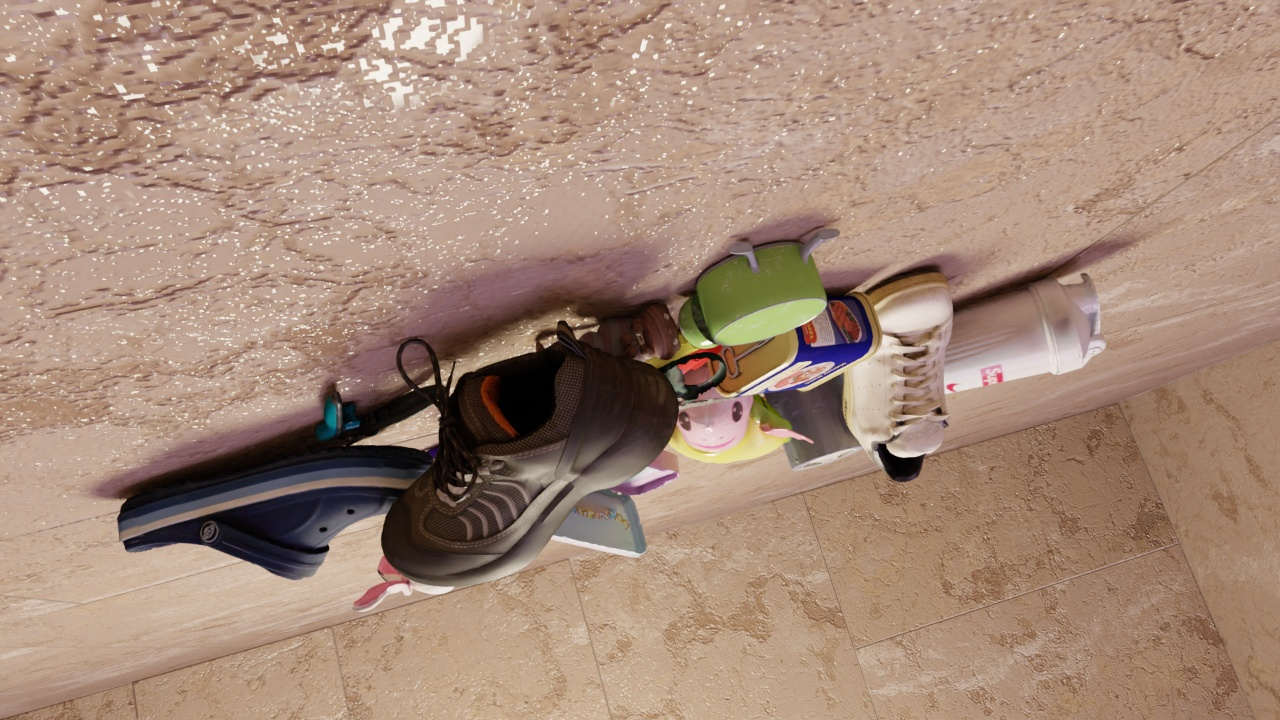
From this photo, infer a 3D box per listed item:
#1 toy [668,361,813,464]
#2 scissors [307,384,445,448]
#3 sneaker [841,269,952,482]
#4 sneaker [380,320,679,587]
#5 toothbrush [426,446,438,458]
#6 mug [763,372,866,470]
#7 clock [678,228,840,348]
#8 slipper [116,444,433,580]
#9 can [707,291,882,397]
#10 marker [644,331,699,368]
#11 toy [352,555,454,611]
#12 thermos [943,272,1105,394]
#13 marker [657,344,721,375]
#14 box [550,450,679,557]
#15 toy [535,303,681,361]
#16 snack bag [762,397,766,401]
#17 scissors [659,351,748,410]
[{"bbox_3d":[0.075,0.058,0.895,0.190,0.087,0.238,4,165,17],"label":"toy"},{"bbox_3d":[-0.197,0.041,0.665,0.124,0.019,0.156,-13,167,-5],"label":"scissors"},{"bbox_3d":[0.233,0.027,0.816,0.089,0.102,0.242,-12,142,-2],"label":"sneaker"},{"bbox_3d":[-0.104,0.060,0.582,0.238,0.101,0.143,-36,135,17],"label":"sneaker"},{"bbox_3d":[-0.180,0.086,0.854,0.187,0.016,0.015,-19,166,9],"label":"toothbrush"},{"bbox_3d":[0.196,0.053,0.978,0.123,0.104,0.084,-4,160,-39],"label":"mug"},{"bbox_3d":[0.077,-0.041,0.617,0.094,0.042,0.120,-11,165,-19],"label":"clock"},{"bbox_3d":[-0.275,0.124,0.713,0.253,0.095,0.105,-11,170,6],"label":"slipper"},{"bbox_3d":[0.122,-0.011,0.751,0.092,0.056,0.117,-5,162,-34],"label":"can"},{"bbox_3d":[-0.004,0.004,0.743,0.124,0.017,0.021,-26,163,36],"label":"marker"},{"bbox_3d":[-0.213,0.205,0.993,0.194,0.084,0.159,-28,-170,3],"label":"toy"},{"bbox_3d":[0.342,-0.014,0.921,0.221,0.099,0.099,-16,166,17],"label":"thermos"},{"bbox_3d":[0.023,0.010,0.785,0.021,0.023,0.145,-52,-173,-33],"label":"marker"},{"bbox_3d":[-0.062,0.117,0.828,0.214,0.092,0.089,22,143,-38],"label":"box"},{"bbox_3d":[-0.017,-0.010,0.635,0.101,0.041,0.055,-21,-171,-16],"label":"toy"},{"bbox_3d":[0.143,0.060,1.112,0.099,0.020,0.026,-26,162,31],"label":"snack bag"},{"bbox_3d":[-0.012,0.034,0.704,0.201,0.015,0.202,-10,163,-2],"label":"scissors"}]
